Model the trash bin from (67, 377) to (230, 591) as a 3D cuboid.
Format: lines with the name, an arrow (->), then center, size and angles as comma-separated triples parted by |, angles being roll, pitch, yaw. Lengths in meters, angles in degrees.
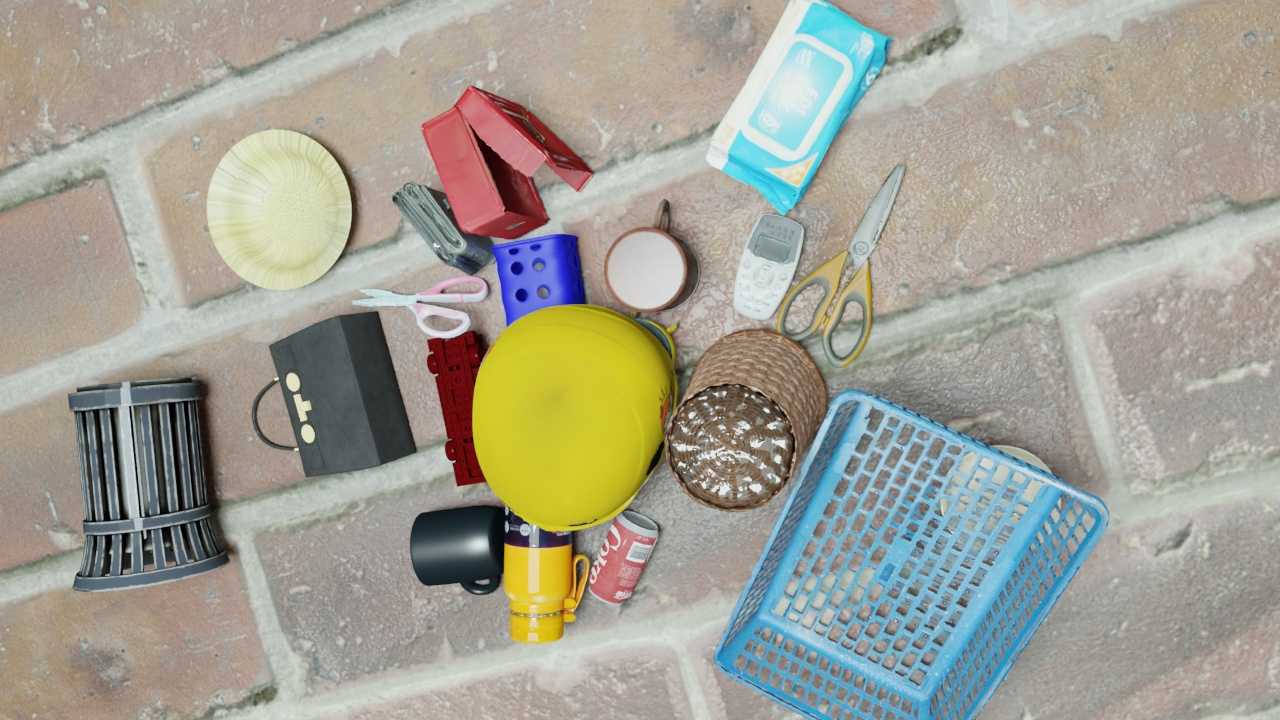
trash bin -> -0.587, 0.139, 1.087 | 0.164, 0.164, 0.227 | -6, 90, 11

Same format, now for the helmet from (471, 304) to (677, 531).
helmet -> -0.074, 0.058, 0.897 | 0.209, 0.139, 0.240 | 13, 88, 4

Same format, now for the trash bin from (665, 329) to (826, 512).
trash bin -> 0.106, 0.054, 0.914 | 0.151, 0.209, 0.151 | 2, 99, 13

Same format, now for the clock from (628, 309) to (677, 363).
clock -> -0.006, 0.006, 1.015 | 0.083, 0.057, 0.119 | 20, 98, 8

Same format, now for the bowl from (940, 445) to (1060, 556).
bowl -> 0.367, 0.140, 0.953 | 0.115, 0.062, 0.115 | 1, 95, 10

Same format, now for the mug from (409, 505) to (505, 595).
mug -> -0.199, 0.227, 1.064 | 0.094, 0.085, 0.122 | -9, 121, 11

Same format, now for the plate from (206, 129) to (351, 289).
plate -> -0.420, -0.177, 1.089 | 0.184, 0.036, 0.184 | 1, 95, 11

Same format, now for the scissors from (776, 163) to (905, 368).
scissors -> 0.238, -0.101, 0.981 | 0.114, 0.016, 0.229 | 32, 100, 8

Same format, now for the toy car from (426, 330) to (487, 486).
toy car -> -0.192, 0.053, 1.052 | 0.070, 0.061, 0.170 | -11, 92, 11

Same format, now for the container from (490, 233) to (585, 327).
container -> -0.108, -0.076, 1.015 | 0.084, 0.085, 0.113 | -9, 94, 11

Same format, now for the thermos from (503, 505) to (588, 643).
thermos -> -0.107, 0.195, 1.028 | 0.091, 0.076, 0.232 | 1, 88, 11

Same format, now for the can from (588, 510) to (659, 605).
can -> -0.020, 0.223, 1.037 | 0.054, 0.054, 0.096 | 25, 98, 8

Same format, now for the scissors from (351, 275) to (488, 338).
scissors -> -0.265, -0.059, 1.054 | 0.179, 0.016, 0.101 | 0, 51, 14

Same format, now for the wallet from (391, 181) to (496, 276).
wallet -> -0.212, -0.145, 1.005 | 0.054, 0.131, 0.100 | -43, 87, 7

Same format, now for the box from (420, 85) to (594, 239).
box -> -0.152, -0.205, 0.978 | 0.127, 0.157, 0.137 | -43, 84, 15

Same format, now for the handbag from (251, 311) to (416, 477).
handbag -> -0.391, 0.053, 1.099 | 0.196, 0.072, 0.176 | -15, 92, 22

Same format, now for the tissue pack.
tissue pack -> 0.161, -0.268, 0.960 | 0.117, 0.066, 0.209 | 32, 101, 7

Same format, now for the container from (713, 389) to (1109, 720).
container -> 0.254, 0.214, 0.920 | 0.257, 0.089, 0.363 | 25, 117, 11

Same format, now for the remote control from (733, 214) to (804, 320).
remote control -> 0.137, -0.100, 0.995 | 0.060, 0.028, 0.114 | 21, 98, 8

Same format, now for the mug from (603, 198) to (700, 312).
mug -> 0.016, -0.111, 0.978 | 0.096, 0.110, 0.123 | 6, 96, 5
